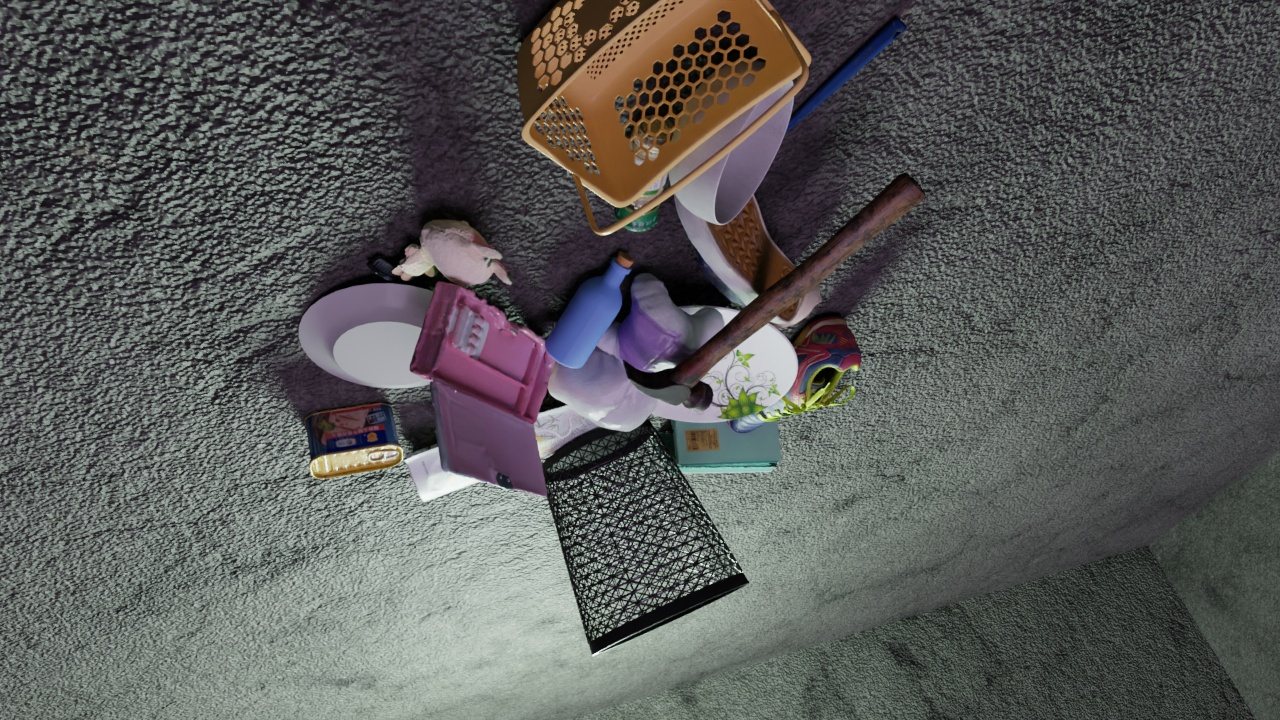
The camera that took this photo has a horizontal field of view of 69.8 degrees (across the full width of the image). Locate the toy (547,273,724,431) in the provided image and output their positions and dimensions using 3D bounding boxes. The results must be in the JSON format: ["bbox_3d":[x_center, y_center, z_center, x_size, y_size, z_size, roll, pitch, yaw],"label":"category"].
[{"bbox_3d":[-0.006,0.006,1.014,0.137,0.085,0.210,26,131,-25],"label":"toy"}]

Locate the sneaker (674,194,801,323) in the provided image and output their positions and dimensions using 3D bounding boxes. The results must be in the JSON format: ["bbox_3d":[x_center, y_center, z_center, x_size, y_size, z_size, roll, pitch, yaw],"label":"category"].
[{"bbox_3d":[0.083,-0.110,0.914,0.079,0.087,0.235,8,157,36],"label":"sneaker"}]

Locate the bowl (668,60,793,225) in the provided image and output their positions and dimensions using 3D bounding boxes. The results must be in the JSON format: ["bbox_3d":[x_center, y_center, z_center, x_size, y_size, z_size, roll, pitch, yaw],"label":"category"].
[{"bbox_3d":[0.067,-0.185,0.759,0.131,0.064,0.132,-53,163,-24],"label":"bowl"}]

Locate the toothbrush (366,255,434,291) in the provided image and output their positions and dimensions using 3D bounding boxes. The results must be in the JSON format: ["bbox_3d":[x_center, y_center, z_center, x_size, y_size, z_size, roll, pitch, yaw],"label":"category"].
[{"bbox_3d":[-0.189,-0.062,0.892,0.017,0.014,0.188,-40,145,17],"label":"toothbrush"}]

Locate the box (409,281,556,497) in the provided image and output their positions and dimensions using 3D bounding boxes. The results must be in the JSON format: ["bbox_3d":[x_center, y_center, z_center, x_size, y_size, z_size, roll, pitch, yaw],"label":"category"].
[{"bbox_3d":[-0.148,0.038,0.897,0.055,0.179,0.233,-2,164,17],"label":"box"}]

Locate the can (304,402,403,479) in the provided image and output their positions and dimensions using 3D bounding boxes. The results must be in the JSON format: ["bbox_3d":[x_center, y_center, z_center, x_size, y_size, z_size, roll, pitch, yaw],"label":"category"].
[{"bbox_3d":[-0.317,0.088,1.016,0.099,0.059,0.054,-8,148,-19],"label":"can"}]

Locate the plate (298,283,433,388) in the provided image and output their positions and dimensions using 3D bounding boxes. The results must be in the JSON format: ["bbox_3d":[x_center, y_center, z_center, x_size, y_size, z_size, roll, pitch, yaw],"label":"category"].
[{"bbox_3d":[-0.245,-0.013,0.901,0.173,0.019,0.173,-5,146,-4],"label":"plate"}]

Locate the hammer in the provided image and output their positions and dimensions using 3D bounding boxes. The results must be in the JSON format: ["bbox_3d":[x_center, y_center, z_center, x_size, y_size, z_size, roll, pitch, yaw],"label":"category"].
[{"bbox_3d":[0.127,-0.062,0.880,0.120,0.033,0.331,20,128,-44],"label":"hammer"}]

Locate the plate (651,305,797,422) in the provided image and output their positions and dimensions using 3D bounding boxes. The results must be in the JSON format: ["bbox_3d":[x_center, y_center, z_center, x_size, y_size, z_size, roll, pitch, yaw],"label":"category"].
[{"bbox_3d":[0.071,-0.001,1.094,0.229,0.030,0.230,3,143,2],"label":"plate"}]

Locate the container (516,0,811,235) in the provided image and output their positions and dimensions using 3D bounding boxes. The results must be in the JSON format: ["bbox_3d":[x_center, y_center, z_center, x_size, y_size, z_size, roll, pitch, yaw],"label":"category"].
[{"bbox_3d":[0.014,-0.194,0.644,0.184,0.166,0.129,-33,147,23],"label":"container"}]

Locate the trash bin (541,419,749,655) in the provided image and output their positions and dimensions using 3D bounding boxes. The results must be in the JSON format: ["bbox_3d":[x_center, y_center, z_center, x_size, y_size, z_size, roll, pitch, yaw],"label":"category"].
[{"bbox_3d":[-0.010,0.221,1.190,0.217,0.243,0.217,-23,163,-7],"label":"trash bin"}]

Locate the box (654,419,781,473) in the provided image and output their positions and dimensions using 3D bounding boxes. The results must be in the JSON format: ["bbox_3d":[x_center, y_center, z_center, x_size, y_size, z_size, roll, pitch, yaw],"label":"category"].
[{"bbox_3d":[0.121,0.114,1.306,0.188,0.077,0.079,4,126,-32],"label":"box"}]

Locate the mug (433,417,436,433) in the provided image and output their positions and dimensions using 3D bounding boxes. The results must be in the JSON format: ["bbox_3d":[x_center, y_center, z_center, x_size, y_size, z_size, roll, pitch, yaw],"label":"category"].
[{"bbox_3d":[-0.179,0.056,1.026,0.090,0.076,0.124,5,142,-36],"label":"mug"}]

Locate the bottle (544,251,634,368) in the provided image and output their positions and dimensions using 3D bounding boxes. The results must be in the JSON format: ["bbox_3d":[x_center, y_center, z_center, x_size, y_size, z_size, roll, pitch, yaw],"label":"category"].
[{"bbox_3d":[-0.048,-0.055,0.945,0.048,0.048,0.131,12,122,-42],"label":"bottle"}]

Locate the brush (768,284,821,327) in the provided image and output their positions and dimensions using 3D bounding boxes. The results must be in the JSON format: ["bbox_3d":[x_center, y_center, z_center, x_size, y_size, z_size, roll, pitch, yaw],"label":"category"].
[{"bbox_3d":[0.145,-0.022,1.116,0.077,0.061,0.273,14,149,-3],"label":"brush"}]

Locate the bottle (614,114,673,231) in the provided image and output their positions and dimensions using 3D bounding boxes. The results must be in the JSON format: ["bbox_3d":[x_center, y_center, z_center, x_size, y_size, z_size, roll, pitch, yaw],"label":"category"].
[{"bbox_3d":[0.004,-0.164,0.811,0.042,0.042,0.110,-9,147,-17],"label":"bottle"}]

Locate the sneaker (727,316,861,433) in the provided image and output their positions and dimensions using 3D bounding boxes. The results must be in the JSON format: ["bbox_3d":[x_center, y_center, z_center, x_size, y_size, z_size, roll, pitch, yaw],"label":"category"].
[{"bbox_3d":[0.197,0.044,1.208,0.116,0.091,0.243,0,145,-34],"label":"sneaker"}]

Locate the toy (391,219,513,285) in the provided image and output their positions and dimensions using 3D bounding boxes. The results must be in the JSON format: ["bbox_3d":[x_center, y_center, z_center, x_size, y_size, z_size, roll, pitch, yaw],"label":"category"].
[{"bbox_3d":[-0.165,-0.094,0.819,0.112,0.050,0.087,7,161,21],"label":"toy"}]

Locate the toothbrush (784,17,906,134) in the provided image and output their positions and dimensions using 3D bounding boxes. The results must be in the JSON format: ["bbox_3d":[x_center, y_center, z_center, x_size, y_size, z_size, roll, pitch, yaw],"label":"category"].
[{"bbox_3d":[0.159,-0.229,0.819,0.016,0.017,0.190,14,136,-44],"label":"toothbrush"}]

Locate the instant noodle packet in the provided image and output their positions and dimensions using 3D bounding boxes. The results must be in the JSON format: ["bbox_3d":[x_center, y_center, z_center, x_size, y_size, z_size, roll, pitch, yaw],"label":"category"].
[{"bbox_3d":[-0.151,0.107,1.147,0.269,0.057,0.147,-16,157,-9],"label":"instant noodle packet"}]
